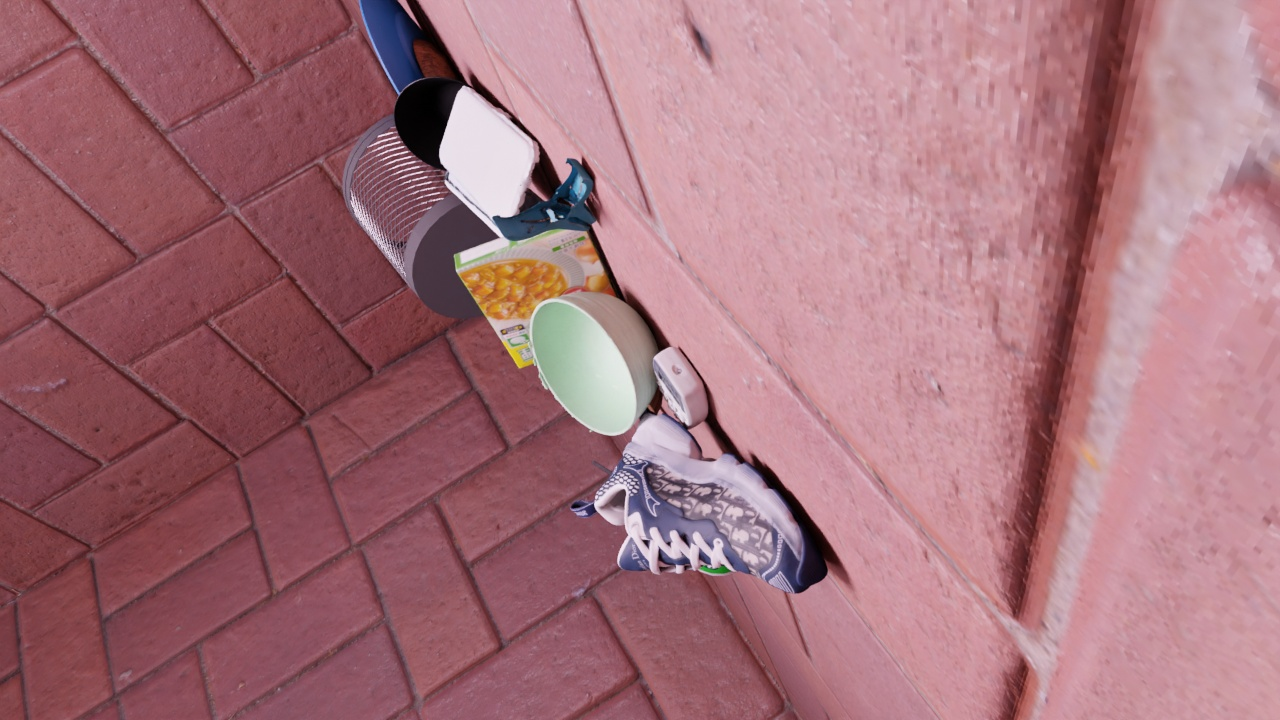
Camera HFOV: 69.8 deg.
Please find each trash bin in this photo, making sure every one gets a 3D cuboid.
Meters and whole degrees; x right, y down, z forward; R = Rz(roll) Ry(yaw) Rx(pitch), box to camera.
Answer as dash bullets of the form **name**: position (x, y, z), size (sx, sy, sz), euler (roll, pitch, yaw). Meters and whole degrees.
- **trash bin**: position (-0.266, -0.198, 1.264), size (0.227, 0.217, 0.218), euler (49, 170, 38)

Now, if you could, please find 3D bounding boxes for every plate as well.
- **plate**: position (-0.278, -0.374, 1.150), size (0.224, 0.024, 0.224), euler (-22, -91, -80)

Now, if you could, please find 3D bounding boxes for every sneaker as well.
- **sneaker**: position (0.042, 0.147, 0.808), size (0.269, 0.132, 0.103), euler (28, 155, 53)

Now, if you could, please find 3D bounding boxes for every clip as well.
- **clip**: position (-0.062, -0.134, 0.751), size (0.033, 0.122, 0.120), euler (55, 137, 10)

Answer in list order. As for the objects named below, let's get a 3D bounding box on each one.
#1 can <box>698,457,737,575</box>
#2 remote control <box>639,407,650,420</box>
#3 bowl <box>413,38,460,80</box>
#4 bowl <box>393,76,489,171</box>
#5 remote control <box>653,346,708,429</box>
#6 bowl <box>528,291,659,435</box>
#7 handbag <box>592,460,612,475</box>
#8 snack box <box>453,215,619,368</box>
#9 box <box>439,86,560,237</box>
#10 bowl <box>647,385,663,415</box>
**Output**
- **can**: position (0.076, 0.168, 0.975), size (0.087, 0.087, 0.140), euler (53, 173, 35)
- **remote control**: position (0.013, 0.095, 1.202), size (0.034, 0.013, 0.149), euler (54, -162, -35)
- **bowl**: position (-0.239, -0.347, 1.132), size (0.101, 0.026, 0.114), euler (-94, -20, -67)
- **bowl**: position (-0.216, -0.284, 1.058), size (0.052, 0.124, 0.124), euler (-82, -26, -43)
- **remote control**: position (0.038, 0.028, 0.851), size (0.060, 0.028, 0.114), euler (55, 173, 20)
- **bowl**: position (-0.034, -0.007, 0.916), size (0.151, 0.076, 0.151), euler (30, 137, 32)
- **handbag**: position (0.020, 0.187, 1.223), size (0.196, 0.072, 0.176), euler (32, 173, 1)
- **snack box**: position (-0.096, -0.068, 0.938), size (0.168, 0.132, 0.027), euler (65, -172, -51)
- **box**: position (-0.129, -0.196, 0.973), size (0.210, 0.105, 0.129), euler (49, 126, 44)
- **bowl**: position (-0.006, 0.006, 1.043), size (0.119, 0.032, 0.119), euler (52, 176, 4)
